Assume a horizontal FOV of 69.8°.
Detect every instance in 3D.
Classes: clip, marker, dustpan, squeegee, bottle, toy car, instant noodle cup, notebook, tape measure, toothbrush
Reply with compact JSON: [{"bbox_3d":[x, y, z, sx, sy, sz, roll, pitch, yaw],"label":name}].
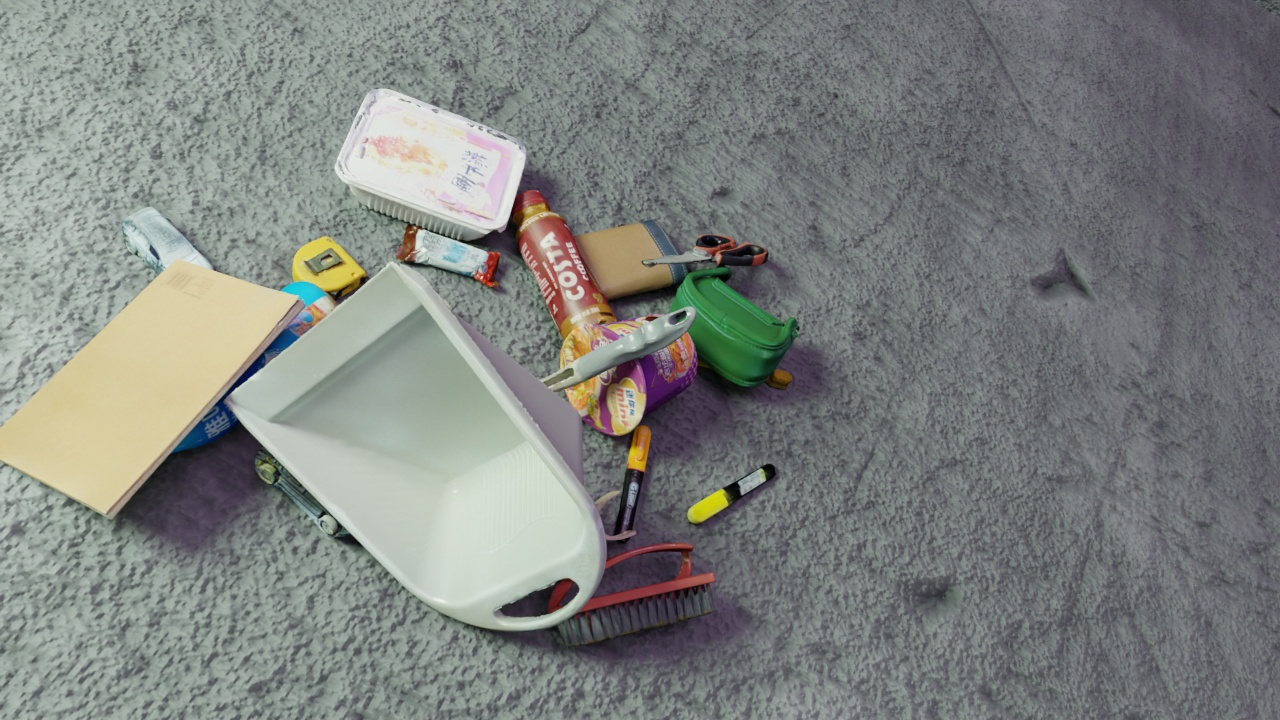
[{"bbox_3d":[-0.053,0.154,0.810,0.100,0.035,0.076,-23,91,-32],"label":"clip"},{"bbox_3d":[-0.007,0.116,0.874,0.018,0.015,0.123,16,57,-7],"label":"marker"},{"bbox_3d":[-0.149,0.093,0.677,0.257,0.223,0.142,33,39,-37],"label":"dustpan"},{"bbox_3d":[-0.060,0.008,0.819,0.247,0.039,0.246,-23,66,12],"label":"squeegee"},{"bbox_3d":[0.093,0.131,0.913,0.123,0.015,0.018,-23,73,-37],"label":"marker"},{"bbox_3d":[-0.340,0.017,0.751,0.065,0.065,0.218,39,52,2],"label":"bottle"},{"bbox_3d":[-0.415,-0.097,0.809,0.090,0.034,0.042,46,50,5],"label":"toy car"},{"bbox_3d":[-0.005,0.005,0.892,0.099,0.112,0.111,-24,72,-42],"label":"instant noodle cup"},{"bbox_3d":[-0.215,-0.192,0.944,0.173,0.061,0.137,20,54,-14],"label":"instant noodle cup"},{"bbox_3d":[-0.382,0.009,0.710,0.150,0.012,0.210,17,57,23],"label":"notebook"},{"bbox_3d":[-0.266,0.102,0.752,0.105,0.031,0.048,41,51,-1],"label":"toy car"},{"bbox_3d":[-0.085,-0.096,0.945,0.057,0.058,0.175,-15,68,-32],"label":"bottle"},{"bbox_3d":[-0.295,-0.086,0.860,0.060,0.029,0.057,45,53,7],"label":"tape measure"},{"bbox_3d":[0.077,0.001,0.984,0.190,0.017,0.015,14,54,-16],"label":"toothbrush"}]

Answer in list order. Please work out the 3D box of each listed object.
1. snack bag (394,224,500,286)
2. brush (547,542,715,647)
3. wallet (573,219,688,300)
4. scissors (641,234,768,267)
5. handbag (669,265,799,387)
[{"bbox_3d":[-0.189,-0.105,0.922,0.105,0.026,0.045,17,63,-13],"label":"snack bag"},{"bbox_3d":[-0.012,0.199,0.790,0.145,0.063,0.069,-6,75,-26],"label":"brush"},{"bbox_3d":[-0.014,-0.109,1.004,0.115,0.033,0.090,-16,65,-31],"label":"wallet"},{"bbox_3d":[0.058,-0.119,1.005,0.210,0.015,0.177,5,23,-21],"label":"scissors"},{"bbox_3d":[0.101,-0.044,0.979,0.131,0.068,0.119,35,39,12],"label":"handbag"}]
